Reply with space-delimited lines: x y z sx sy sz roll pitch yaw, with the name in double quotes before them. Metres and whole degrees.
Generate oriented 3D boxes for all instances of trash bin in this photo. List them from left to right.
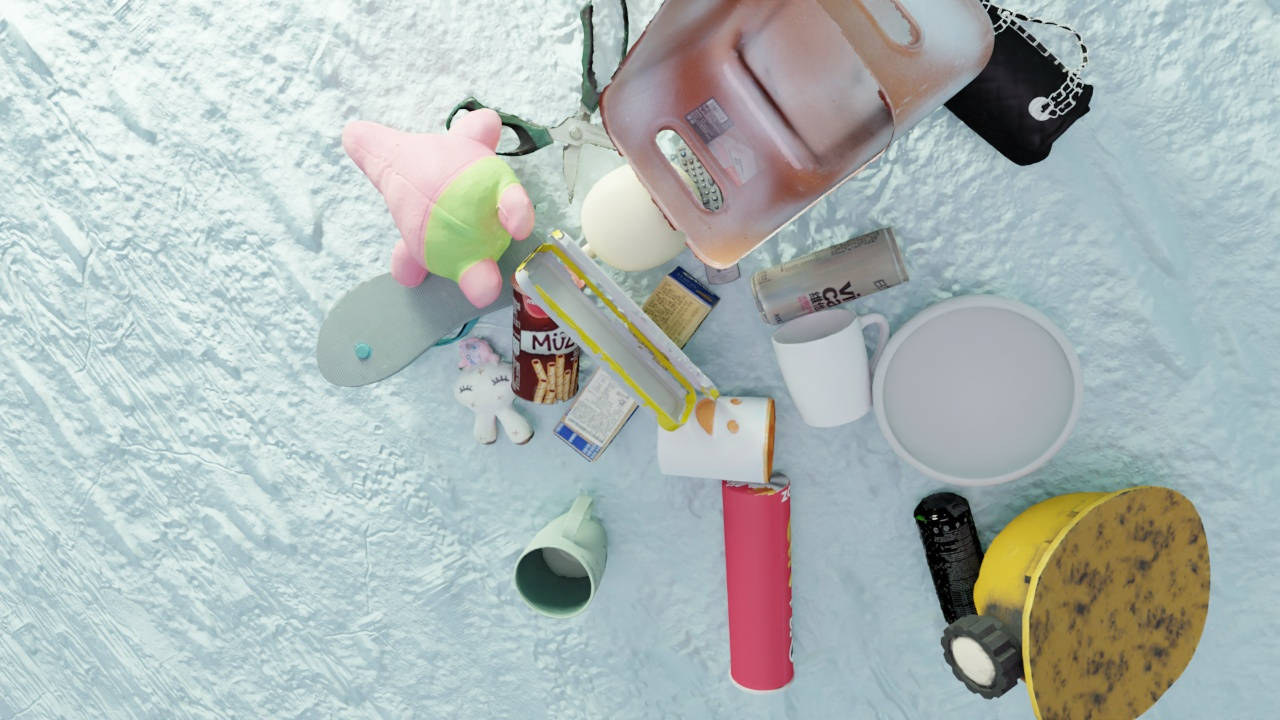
"trash bin" 0.113 -0.214 0.700 0.181 0.157 0.260 53 152 -1

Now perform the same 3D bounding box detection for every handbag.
"handbag" 0.295 -0.239 0.729 0.153 0.125 0.115 44 110 -2

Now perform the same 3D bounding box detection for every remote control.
"remote control" 0.065 -0.139 0.869 0.033 0.013 0.136 -12 103 16

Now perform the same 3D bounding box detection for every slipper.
"slipper" -0.213 -0.062 0.942 0.269 0.054 0.098 -27 96 7

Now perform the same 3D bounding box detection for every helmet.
"helmet" 0.378 0.209 0.823 0.254 0.131 0.205 -21 103 -26

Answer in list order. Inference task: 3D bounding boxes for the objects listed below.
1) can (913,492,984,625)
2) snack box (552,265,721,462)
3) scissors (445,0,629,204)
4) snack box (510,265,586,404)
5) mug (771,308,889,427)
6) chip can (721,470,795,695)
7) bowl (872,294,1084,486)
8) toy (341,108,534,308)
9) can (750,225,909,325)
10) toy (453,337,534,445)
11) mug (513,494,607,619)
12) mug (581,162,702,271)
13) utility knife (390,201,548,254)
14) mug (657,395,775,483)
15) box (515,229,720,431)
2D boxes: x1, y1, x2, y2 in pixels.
"can" 0.307 0.197 0.891 0.054 0.053 0.138 -16 102 16
"snack box" -0.005 0.005 0.906 0.056 0.057 0.207 38 111 1
"scissors" -0.083 -0.257 0.868 0.202 0.015 0.204 17 107 8
"snack box" -0.091 -0.025 0.895 0.072 0.072 0.121 10 119 9
"mug" 0.187 0.001 0.857 0.114 0.081 0.088 -24 108 -14
"chip can" 0.121 0.224 0.934 0.069 0.069 0.221 0 105 13
"bowl" 0.301 0.022 0.835 0.177 0.066 0.177 3 107 12
"toy" -0.196 -0.158 0.873 0.237 0.096 0.192 37 103 18
"can" 0.172 -0.076 0.842 0.136 0.054 0.054 -18 101 17
"toy" -0.158 0.034 0.958 0.079 0.038 0.122 -14 100 23
"mug" -0.072 0.192 0.948 0.084 0.103 0.111 18 110 7
"mug" -0.011 -0.124 0.839 0.120 0.099 0.096 -32 93 28
"utility knife" -0.173 -0.131 0.926 0.177 0.015 0.022 -19 100 15
"mug" 0.075 0.075 0.893 0.105 0.082 0.082 3 106 12
"box" -0.017 -0.029 0.825 0.070 0.067 0.210 -41 101 16
